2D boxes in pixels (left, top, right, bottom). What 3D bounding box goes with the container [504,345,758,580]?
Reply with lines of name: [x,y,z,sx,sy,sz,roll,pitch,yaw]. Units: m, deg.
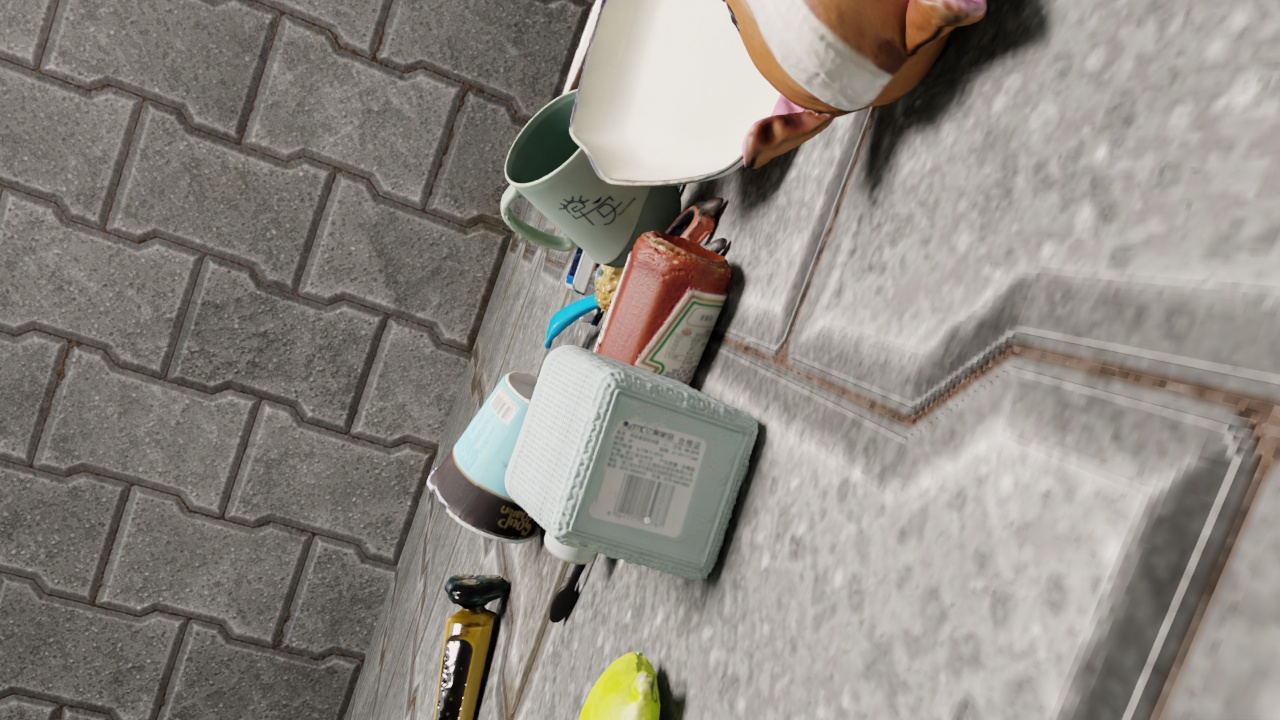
container: [-0.006,0.047,0.446,0.111,0.090,0.090,-168,97,-74]

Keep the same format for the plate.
plate: [0.048,-0.215,0.559,0.162,0.034,0.265,1,69,32]

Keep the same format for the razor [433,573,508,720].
razor: [-0.163,0.275,0.837,0.068,0.062,0.167,71,-158,-60]

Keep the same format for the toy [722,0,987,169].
toy: [0.079,-0.183,0.374,0.140,0.130,0.199,146,132,-59]

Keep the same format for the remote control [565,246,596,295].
remote control: [-0.042,-0.124,0.878,0.049,0.024,0.125,-144,74,-75]

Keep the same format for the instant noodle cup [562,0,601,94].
instant noodle cup: [0.012,-0.207,0.660,0.118,0.114,0.118,-162,91,-77]

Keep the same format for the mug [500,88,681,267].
mug: [-0.040,-0.115,0.644,0.112,0.106,0.082,-29,45,21]

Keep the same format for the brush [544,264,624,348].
brush: [-0.042,-0.054,0.792,0.255,0.046,0.083,-30,47,62]

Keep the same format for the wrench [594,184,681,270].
wrench: [-0.011,-0.122,0.842,0.274,0.016,0.056,153,134,-71]

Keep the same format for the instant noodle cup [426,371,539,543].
instant noodle cup: [-0.109,0.079,0.801,0.120,0.111,0.111,-59,16,13]

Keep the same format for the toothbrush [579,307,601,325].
toothbrush: [-0.025,-0.082,0.816,0.182,0.018,0.015,121,157,-55]

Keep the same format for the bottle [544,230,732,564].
bottle: [-0.009,0.027,0.543,0.059,0.059,0.206,-109,38,-69]

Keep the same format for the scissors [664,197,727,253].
scissors: [-0.013,-0.011,0.611,0.199,0.015,0.204,-10,53,61]

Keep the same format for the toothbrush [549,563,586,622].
toothbrush: [-0.023,0.099,0.603,0.016,0.014,0.189,-72,6,-69]

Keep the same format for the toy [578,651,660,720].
toy: [-0.015,0.183,0.417,0.097,0.031,0.100,125,159,-55]

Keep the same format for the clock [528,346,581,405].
clock: [-0.058,0.055,0.707,0.082,0.055,0.121,133,151,-57]
